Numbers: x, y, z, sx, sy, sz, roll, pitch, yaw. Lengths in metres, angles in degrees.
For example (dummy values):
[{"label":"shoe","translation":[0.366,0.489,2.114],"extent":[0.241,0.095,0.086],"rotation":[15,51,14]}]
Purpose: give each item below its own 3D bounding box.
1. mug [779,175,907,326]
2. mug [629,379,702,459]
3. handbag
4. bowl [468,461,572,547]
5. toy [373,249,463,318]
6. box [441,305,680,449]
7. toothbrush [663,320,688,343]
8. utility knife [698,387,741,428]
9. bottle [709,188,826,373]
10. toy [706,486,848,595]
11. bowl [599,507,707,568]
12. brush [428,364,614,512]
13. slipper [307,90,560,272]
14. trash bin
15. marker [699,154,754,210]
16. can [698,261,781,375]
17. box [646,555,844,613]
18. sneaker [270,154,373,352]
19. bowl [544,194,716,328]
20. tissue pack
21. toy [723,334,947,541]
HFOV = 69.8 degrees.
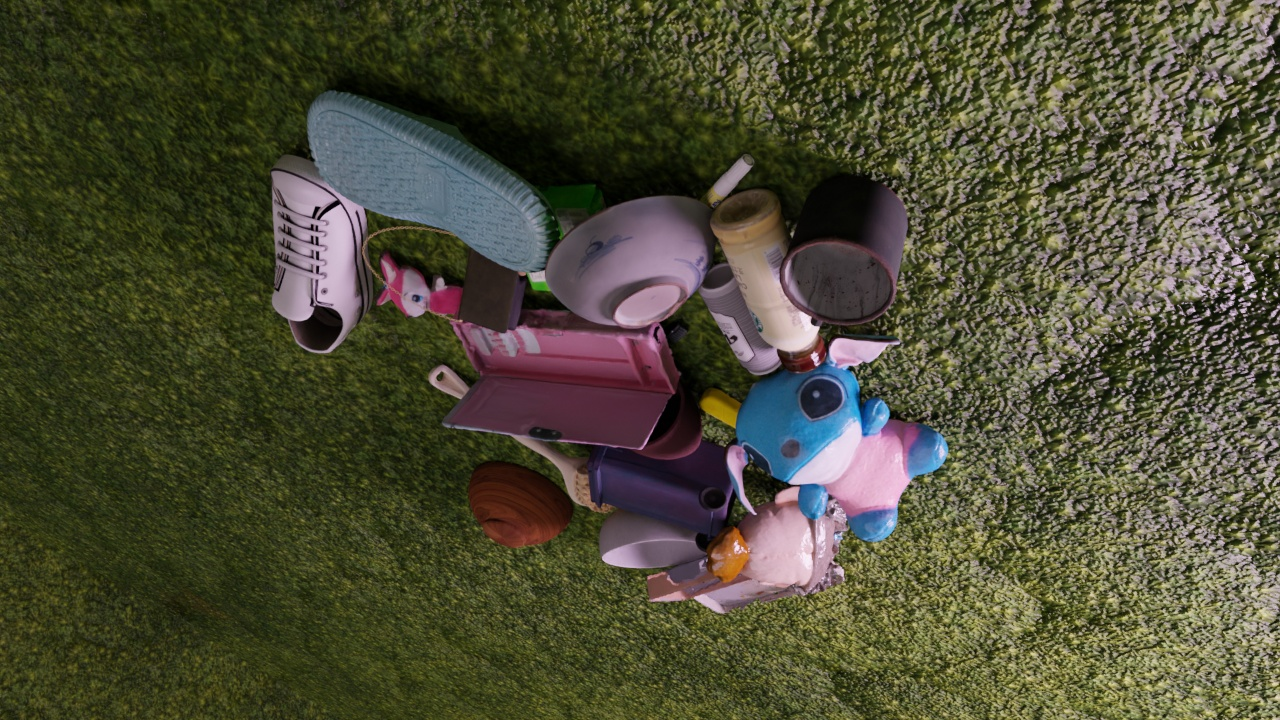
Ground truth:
[{"label":"mug","translation":[0.153,-0.076,0.703],"extent":[0.085,0.081,0.111],"rotation":[20,143,5]},{"label":"mug","translation":[0.018,0.060,0.956],"extent":[0.114,0.087,0.088],"rotation":[34,175,40]},{"label":"handbag","translation":[-0.197,-0.086,0.902],"extent":[0.178,0.027,0.084],"rotation":[18,106,17]},{"label":"bowl","translation":[-0.171,0.207,1.225],"extent":[0.147,0.068,0.147],"rotation":[15,142,12]},{"label":"toy","translation":[-0.229,-0.068,0.946],"extent":[0.102,0.050,0.066],"rotation":[15,138,3]},{"label":"box","translation":[-0.091,0.020,0.899],"extent":[0.233,0.114,0.099],"rotation":[5,140,24]},{"label":"toothbrush","translation":[-0.006,0.005,0.942],"extent":[0.017,0.014,0.189],"rotation":[27,144,-18]},{"label":"utility knife","translation":[0.148,0.085,0.952],"extent":[0.198,0.020,0.029],"rotation":[31,143,-8]},{"label":"bottle","translation":[0.111,-0.060,0.756],"extent":[0.057,0.056,0.162],"rotation":[-5,130,32]},{"label":"toy","translation":[0.146,0.199,0.997],"extent":[0.175,0.133,0.076],"rotation":[-2,-167,-23]},{"label":"bowl","translation":[0.017,0.204,1.112],"extent":[0.132,0.064,0.132],"rotation":[-4,154,-2]},{"label":"brush","translation":[-0.133,0.090,1.081],"extent":[0.272,0.061,0.077],"rotation":[37,157,-10]},{"label":"slipper","translation":[-0.173,-0.160,0.785],"extent":[0.276,0.069,0.116],"rotation":[27,141,18]},{"label":"trash bin","translation":[0.024,0.132,1.014],"extent":[0.161,0.092,0.094],"rotation":[15,142,13]},{"label":"marker","translation":[0.052,-0.125,0.754],"extent":[0.014,0.014,0.133],"rotation":[33,142,-12]},{"label":"can","translation":[0.091,-0.036,0.815],"extent":[0.044,0.043,0.106],"rotation":[-6,134,33]},{"label":"box","translation":[0.128,0.273,1.149],"extent":[0.157,0.063,0.217],"rotation":[31,138,-29]},{"label":"sneaker","translation":[-0.338,-0.093,0.929],"extent":[0.091,0.097,0.246],"rotation":[22,143,2]},{"label":"bowl","translation":[0.001,-0.067,0.751],"extent":[0.150,0.056,0.151],"rotation":[-16,155,-8]},{"label":"tissue pack","translation":[-0.070,-0.107,0.824],"extent":[0.100,0.034,0.114],"rotation":[6,139,23]},{"label":"toy","translation":[0.189,0.070,0.856],"extent":[0.191,0.098,0.225],"rotation":[30,115,-12]}]
